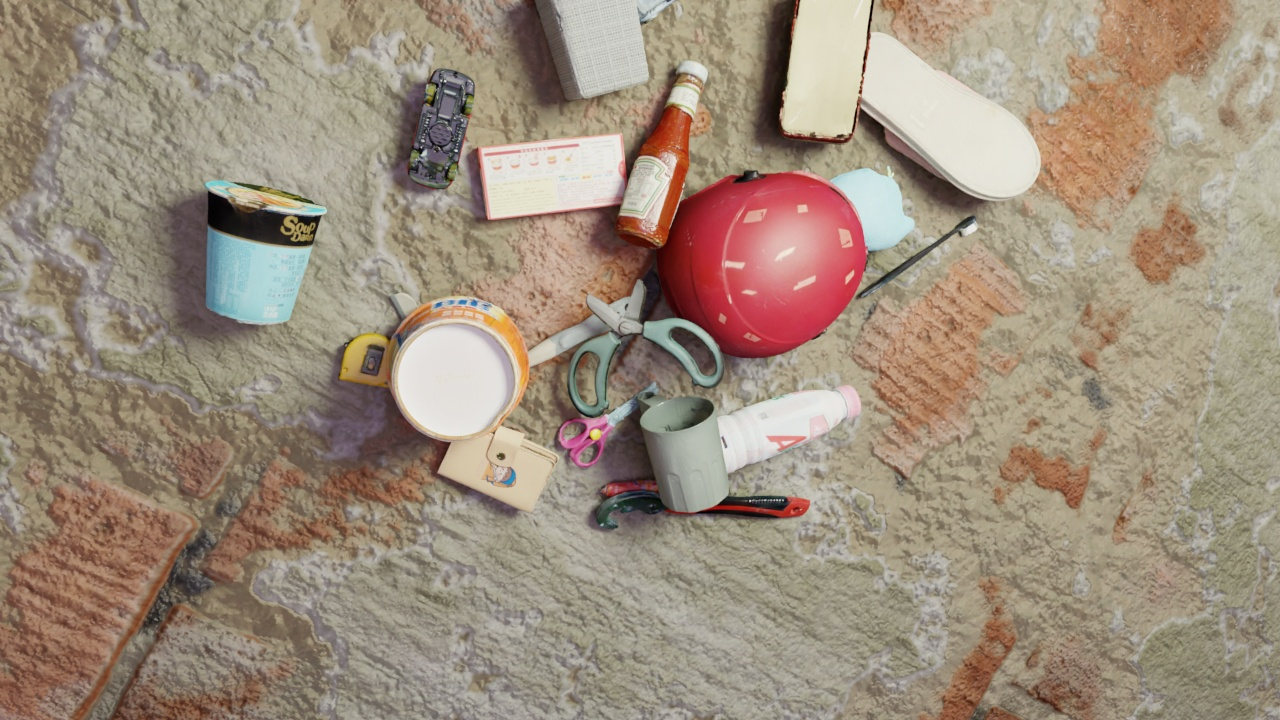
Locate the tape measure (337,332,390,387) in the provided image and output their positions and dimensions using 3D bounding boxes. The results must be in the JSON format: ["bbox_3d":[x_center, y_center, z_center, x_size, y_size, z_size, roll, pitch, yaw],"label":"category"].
[{"bbox_3d":[-0.286,0.000,0.971,0.060,0.029,0.057,11,96,-17],"label":"tape measure"}]

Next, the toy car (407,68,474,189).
[{"bbox_3d":[-0.203,-0.236,0.941,0.053,0.045,0.120,15,102,-15],"label":"toy car"}]

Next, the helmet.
[{"bbox_3d":[0.142,-0.101,0.992,0.240,0.143,0.207,-23,105,4],"label":"helmet"}]

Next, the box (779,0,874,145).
[{"bbox_3d":[0.201,-0.326,1.002,0.091,0.079,0.168,8,98,10],"label":"box"}]

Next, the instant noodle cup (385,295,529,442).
[{"bbox_3d":[-0.184,0.012,0.923,0.151,0.111,0.151,-1,97,-10],"label":"instant noodle cup"}]

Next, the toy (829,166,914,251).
[{"bbox_3d":[0.238,-0.164,1.072,0.161,0.049,0.156,25,102,-13],"label":"toy"}]

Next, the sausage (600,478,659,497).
[{"bbox_3d":[0.028,0.148,1.088,0.155,0.020,0.020,-4,101,-15],"label":"sausage"}]

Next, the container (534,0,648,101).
[{"bbox_3d":[-0.048,-0.333,0.943,0.090,0.090,0.114,-18,107,-11],"label":"container"}]

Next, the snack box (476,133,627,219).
[{"bbox_3d":[-0.093,-0.198,0.987,0.155,0.027,0.077,-9,103,-13],"label":"snack box"}]

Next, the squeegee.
[{"bbox_3d":[-0.106,-0.011,1.013,0.246,0.039,0.246,-26,106,-9],"label":"squeegee"}]

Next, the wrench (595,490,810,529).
[{"bbox_3d":[0.080,0.177,1.102,0.273,0.016,0.056,1,130,-17],"label":"wrench"}]

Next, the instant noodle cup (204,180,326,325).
[{"bbox_3d":[-0.374,-0.102,0.893,0.111,0.111,0.120,12,104,-17],"label":"instant noodle cup"}]

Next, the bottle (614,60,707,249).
[{"bbox_3d":[0.028,-0.224,0.991,0.059,0.060,0.206,20,83,-18],"label":"bottle"}]

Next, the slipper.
[{"bbox_3d":[0.345,-0.281,1.075,0.274,0.054,0.114,32,87,-7],"label":"slipper"}]

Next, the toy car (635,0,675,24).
[{"bbox_3d":[0.022,-0.397,0.979,0.090,0.034,0.043,-37,104,-8],"label":"toy car"}]

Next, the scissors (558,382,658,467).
[{"bbox_3d":[-0.034,0.064,1.061,0.135,0.017,0.063,-40,99,-10],"label":"scissors"}]

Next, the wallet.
[{"bbox_3d":[-0.156,0.113,1.012,0.115,0.024,0.087,26,109,-7],"label":"wallet"}]

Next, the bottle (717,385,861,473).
[{"bbox_3d":[0.168,0.076,1.091,0.196,0.068,0.068,-17,104,-14],"label":"bottle"}]

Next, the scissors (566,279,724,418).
[{"bbox_3d":[-0.002,0.006,0.995,0.173,0.019,0.170,31,113,-2],"label":"scissors"}]

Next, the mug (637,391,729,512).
[{"bbox_3d":[0.042,0.098,1.026,0.083,0.124,0.103,-23,113,-21],"label":"mug"}]

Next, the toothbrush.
[{"bbox_3d":[0.342,-0.125,1.126,0.181,0.015,0.018,-33,116,-8],"label":"toothbrush"}]
